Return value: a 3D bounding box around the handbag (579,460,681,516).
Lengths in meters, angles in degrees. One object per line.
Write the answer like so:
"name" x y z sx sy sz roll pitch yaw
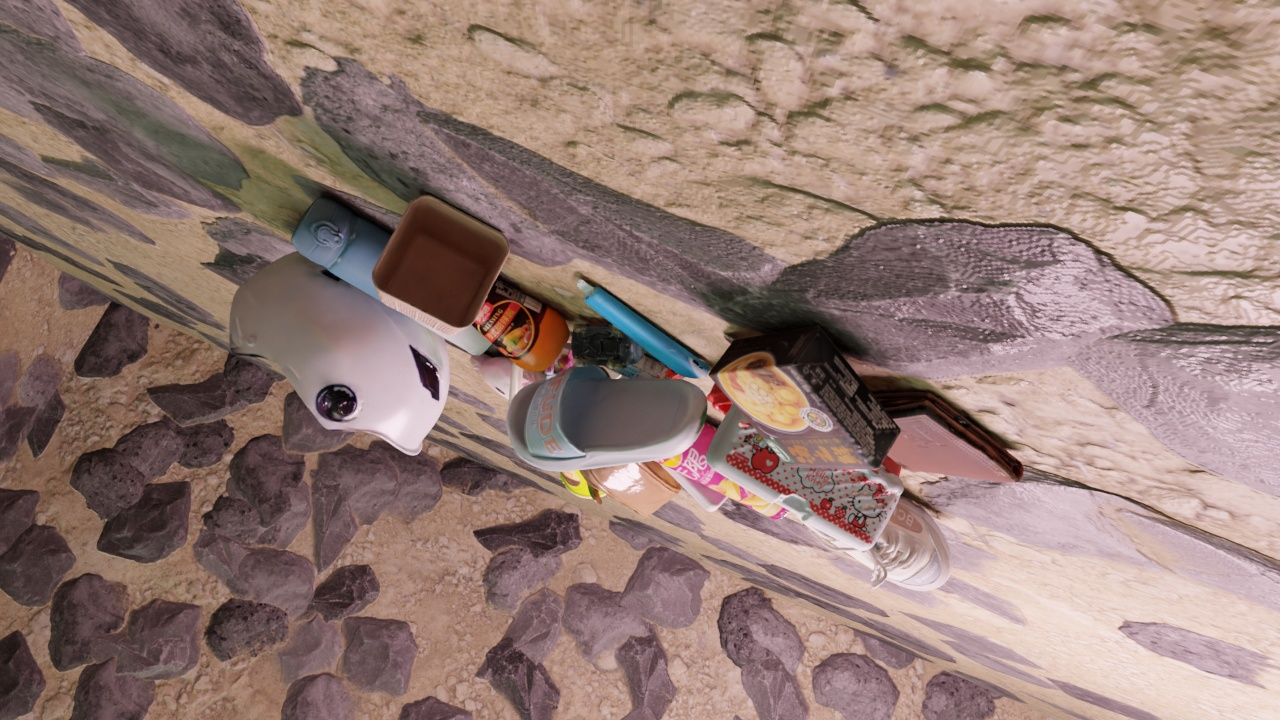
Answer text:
"handbag" -0.033 0.122 1.184 0.147 0.100 0.204 59 -173 34

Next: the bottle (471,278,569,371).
"bottle" -0.142 -0.050 0.895 0.149 0.066 0.067 36 163 -16

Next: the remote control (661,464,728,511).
"remote control" 0.054 0.123 1.119 0.136 0.055 0.020 44 136 4

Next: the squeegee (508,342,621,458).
"squeegee" -0.143 0.055 1.093 0.246 0.039 0.247 21 139 14

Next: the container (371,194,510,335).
"container" -0.176 -0.076 0.798 0.090 0.089 0.111 27 169 -12

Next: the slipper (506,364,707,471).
"slipper" -0.047 0.051 0.907 0.246 0.103 0.074 -4 144 37

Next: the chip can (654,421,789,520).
"chip can" 0.085 0.114 1.080 0.210 0.071 0.071 27 166 -13

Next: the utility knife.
"utility knife" -0.001 -0.028 0.823 0.159 0.018 0.034 36 158 -32

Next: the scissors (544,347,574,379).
"scissors" -0.105 0.015 1.005 0.083 0.017 0.138 31 128 -10

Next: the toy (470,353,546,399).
"toy" -0.164 0.028 1.223 0.121 0.054 0.160 35 170 -34

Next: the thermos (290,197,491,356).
"thermos" -0.239 -0.082 0.916 0.220 0.070 0.070 32 164 -29

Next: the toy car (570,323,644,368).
"toy car" -0.033 -0.015 0.877 0.034 0.043 0.091 -8 -174 -43

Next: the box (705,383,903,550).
"box" 0.148 0.100 0.871 0.201 0.101 0.095 30 164 -18

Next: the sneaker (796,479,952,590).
"sneaker" 0.253 0.185 0.980 0.242 0.090 0.090 35 -163 -17

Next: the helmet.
"helmet" -0.301 -0.029 1.004 0.258 0.146 0.229 40 -174 -13

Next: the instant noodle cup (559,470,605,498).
"instant noodle cup" -0.084 0.129 1.355 0.112 0.111 0.123 18 156 24

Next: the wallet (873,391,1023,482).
"wallet" 0.233 0.064 0.746 0.124 0.032 0.101 31 162 -25

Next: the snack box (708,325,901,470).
"snack box" 0.122 0.030 0.720 0.113 0.053 0.126 48 153 -18

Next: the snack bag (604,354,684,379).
"snack bag" -0.005 0.005 0.927 0.104 0.026 0.048 25 146 2
